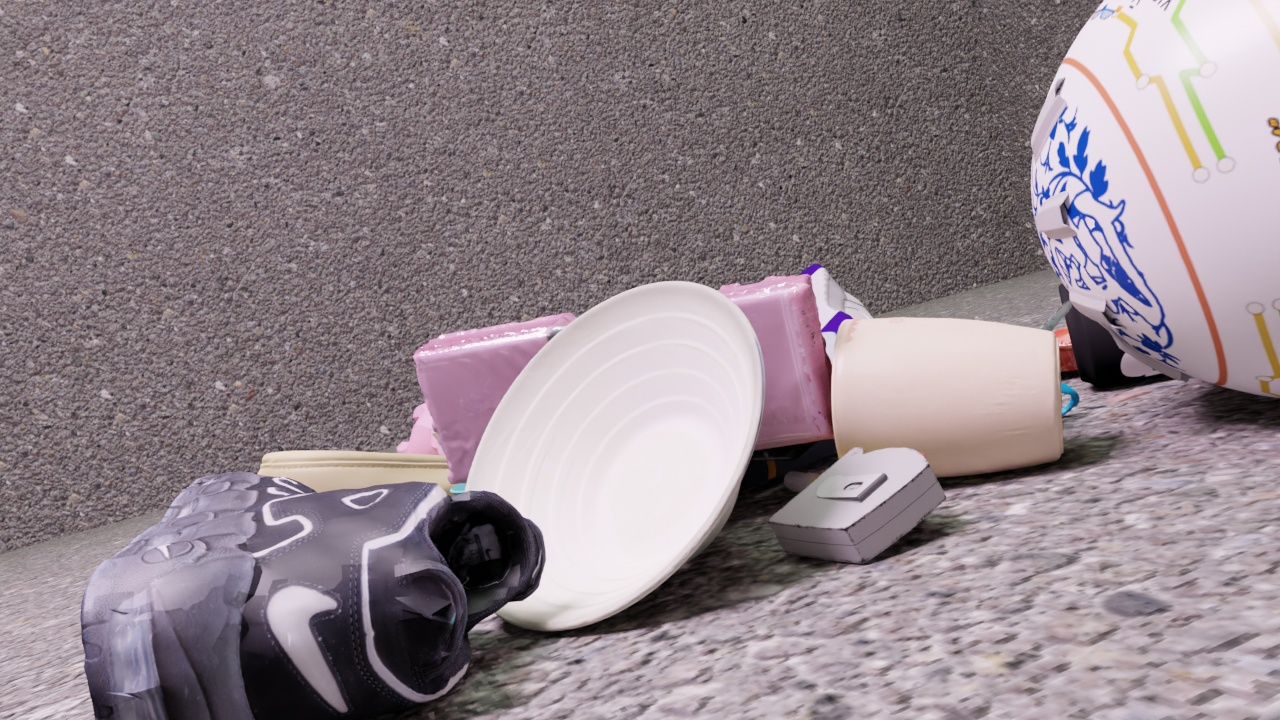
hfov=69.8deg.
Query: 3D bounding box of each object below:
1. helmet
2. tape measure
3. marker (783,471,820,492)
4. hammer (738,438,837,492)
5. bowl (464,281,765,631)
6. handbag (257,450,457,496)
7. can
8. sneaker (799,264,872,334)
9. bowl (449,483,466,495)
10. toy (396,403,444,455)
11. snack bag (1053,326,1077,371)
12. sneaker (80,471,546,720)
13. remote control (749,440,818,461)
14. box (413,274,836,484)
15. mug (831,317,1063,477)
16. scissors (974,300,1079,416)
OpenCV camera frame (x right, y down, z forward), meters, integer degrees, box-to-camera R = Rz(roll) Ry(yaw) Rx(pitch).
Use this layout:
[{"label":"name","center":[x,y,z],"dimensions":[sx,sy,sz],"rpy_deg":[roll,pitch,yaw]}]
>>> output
[{"label":"helmet","center":[0.305,-0.095,0.414],"dimensions":[0.236,0.231,0.313],"rpy_deg":[-25,8,16]},{"label":"tape measure","center":[0.094,0.060,0.395],"dimensions":[0.060,0.020,0.062],"rpy_deg":[-35,11,-24]},{"label":"marker","center":[0.104,0.068,0.470],"dimensions":[0.014,0.014,0.132],"rpy_deg":[-15,1,-13]},{"label":"hammer","center":[0.048,0.071,0.577],"dimensions":[0.311,0.035,0.140],"rpy_deg":[-16,5,-35]},{"label":"bowl","center":[-0.003,0.051,0.435],"dimensions":[0.177,0.176,0.058],"rpy_deg":[-14,-40,38]},{"label":"handbag","center":[-0.229,0.119,0.751],"dimensions":[0.190,0.088,0.233],"rpy_deg":[2,-8,-30]},{"label":"can","center":[0.355,-0.034,0.590],"dimensions":[0.146,0.080,0.080],"rpy_deg":[-14,1,26]},{"label":"sneaker","center":[0.185,0.006,0.823],"dimensions":[0.092,0.111,0.243],"rpy_deg":[-44,18,22]},{"label":"bowl","center":[-0.059,0.090,0.601],"dimensions":[0.121,0.046,0.121],"rpy_deg":[-14,1,0]},{"label":"toy","center":[-0.169,0.084,0.881],"dimensions":[0.123,0.067,0.158],"rpy_deg":[33,-20,-33]},{"label":"snack bag","center":[0.305,0.003,0.719],"dimensions":[0.155,0.044,0.087],"rpy_deg":[-22,-16,37]},{"label":"sneaker","center":[-0.118,0.090,0.397],"dimensions":[0.150,0.097,0.253],"rpy_deg":[-9,1,-11]},{"label":"remote control","center":[0.100,0.033,0.563],"dimensions":[0.046,0.021,0.140],"rpy_deg":[-7,11,33]},{"label":"box","center":[-0.002,0.004,0.545],"dimensions":[0.233,0.099,0.112],"rpy_deg":[-10,17,18]},{"label":"mug","center":[0.164,0.024,0.479],"dimensions":[0.104,0.085,0.111],"rpy_deg":[-3,-23,26]},{"label":"scissors","center":[0.200,0.013,0.523],"dimensions":[0.116,0.014,0.130],"rpy_deg":[-23,-39,21]}]
